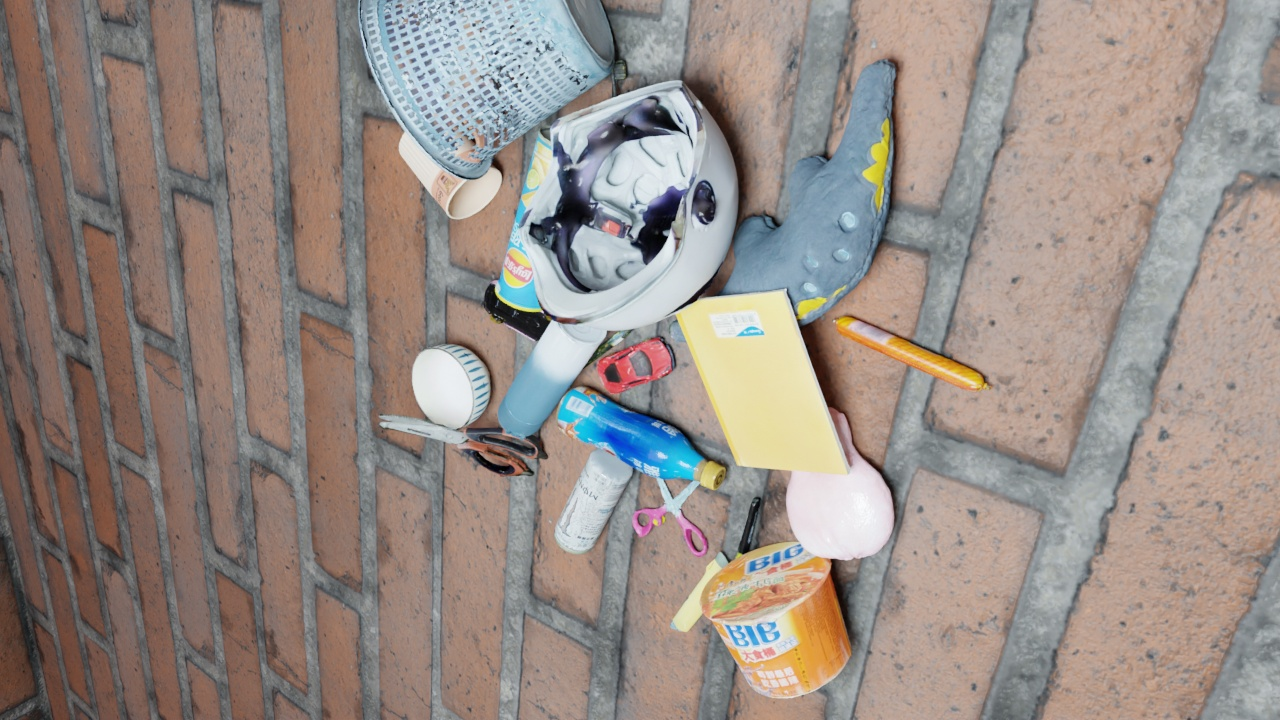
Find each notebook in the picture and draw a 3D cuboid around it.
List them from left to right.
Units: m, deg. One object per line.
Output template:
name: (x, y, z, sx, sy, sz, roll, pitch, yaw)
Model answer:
notebook: (0.120, 0.026, 0.928, 0.146, 0.010, 0.206, -2, 119, 46)

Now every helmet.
helmet: (0.004, -0.138, 0.924, 0.230, 0.145, 0.258, -9, 69, 39)

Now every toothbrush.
toothbrush: (-0.032, -0.021, 1.099, 0.012, 0.017, 0.186, 34, 134, -24)
toothbrush: (-0.022, -0.221, 1.014, 0.027, 0.026, 0.213, 2, 108, 12)

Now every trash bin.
trash bin: (-0.142, -0.328, 0.950, 0.195, 0.226, 0.226, -19, 95, 20)

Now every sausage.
sausage: (0.259, -0.007, 0.889, 0.165, 0.021, 0.021, 28, 121, 26)

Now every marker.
marker: (0.124, 0.213, 1.071, 0.015, 0.018, 0.124, 23, 118, 26)

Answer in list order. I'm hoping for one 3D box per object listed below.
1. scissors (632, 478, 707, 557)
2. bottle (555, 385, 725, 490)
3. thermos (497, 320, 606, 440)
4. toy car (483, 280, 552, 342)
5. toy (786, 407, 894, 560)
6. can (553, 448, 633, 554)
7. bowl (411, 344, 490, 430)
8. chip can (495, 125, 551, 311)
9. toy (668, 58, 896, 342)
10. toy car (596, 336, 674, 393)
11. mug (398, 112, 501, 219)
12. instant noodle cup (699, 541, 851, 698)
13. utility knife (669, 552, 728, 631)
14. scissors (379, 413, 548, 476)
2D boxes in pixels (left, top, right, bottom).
scissors: (0.041, 0.187, 1.125, 0.135, 0.017, 0.134, 51, 125, 14)
bottle: (0.001, 0.096, 1.089, 0.219, 0.065, 0.065, 23, 119, 27)
thermos: (-0.116, 0.017, 1.130, 0.070, 0.070, 0.221, 49, 135, 11)
toy car: (-0.143, -0.059, 1.156, 0.122, 0.037, 0.056, 30, 129, 10)
toy: (0.200, 0.131, 0.963, 0.122, 0.054, 0.159, -20, 83, 39)
can: (-0.061, 0.179, 1.168, 0.058, 0.058, 0.147, 39, 125, 18)
bowl: (-0.247, 0.030, 1.244, 0.117, 0.066, 0.116, 12, 113, 32)
chip can: (-0.112, -0.163, 1.071, 0.071, 0.071, 0.211, 34, 123, 22)
toy: (0.152, -0.110, 0.887, 0.138, 0.091, 0.357, 55, 128, 21)
toy car: (-0.006, 0.006, 1.083, 0.107, 0.031, 0.049, -20, 95, 37)
mug: (-0.227, -0.249, 1.115, 0.106, 0.081, 0.115, 49, 134, 13)
instant noodle cup: (0.154, 0.285, 1.000, 0.152, 0.151, 0.111, -14, 107, 39)
utility knife: (0.073, 0.294, 1.139, 0.031, 0.018, 0.163, 44, 125, 20)
scissors: (-0.239, 0.113, 1.225, 0.207, 0.015, 0.194, -14, 131, 17)
